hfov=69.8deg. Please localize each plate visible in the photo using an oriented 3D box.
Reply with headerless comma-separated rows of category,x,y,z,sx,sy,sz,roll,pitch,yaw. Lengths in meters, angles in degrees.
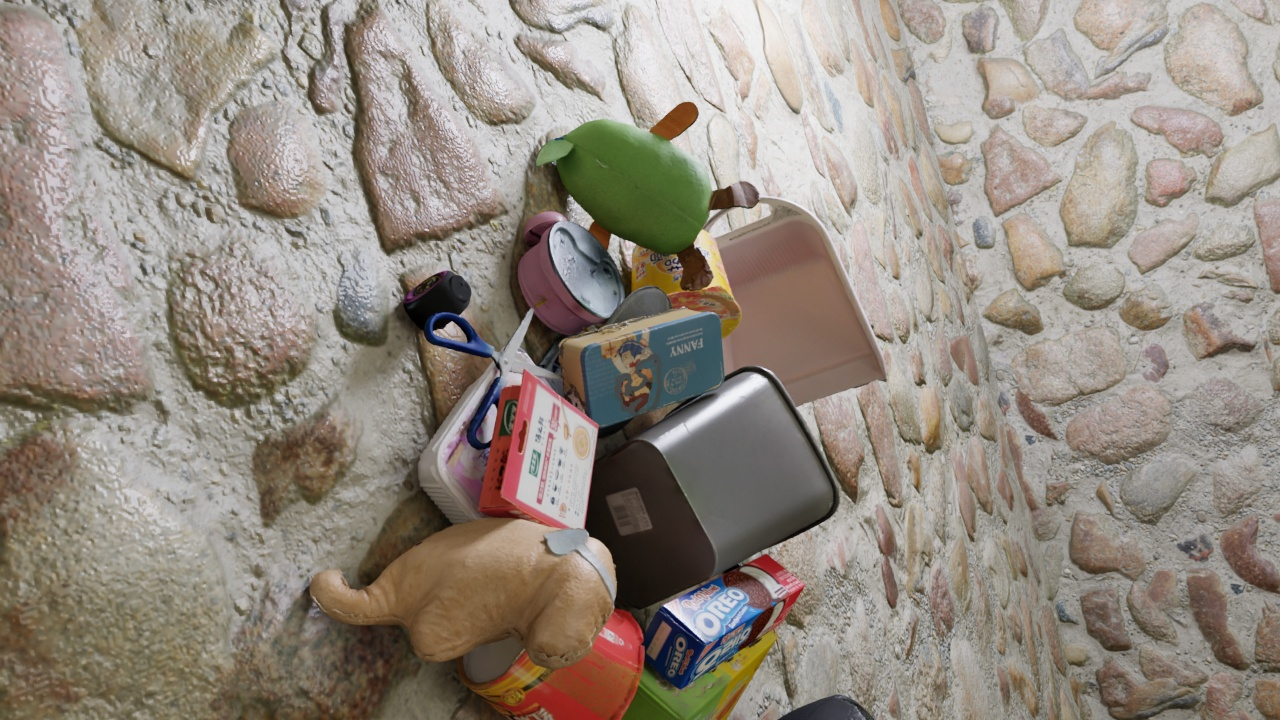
plate,-0.006,0.006,1.011,0.178,0.024,0.180,-43,147,-38

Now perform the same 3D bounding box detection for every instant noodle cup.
instant noodle cup,-0.081,0.251,0.788,0.108,0.138,0.137,43,43,-27
instant noodle cup,-0.132,0.087,0.840,0.138,0.060,0.173,57,38,-25
instant noodle cup,0.048,-0.090,1.127,0.138,0.138,0.109,30,46,-48

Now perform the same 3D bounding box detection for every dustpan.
dustpan,0.176,-0.073,1.241,0.138,0.223,0.273,36,35,-61

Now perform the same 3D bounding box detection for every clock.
clock,-0.076,-0.098,0.986,0.117,0.060,0.158,35,39,-37

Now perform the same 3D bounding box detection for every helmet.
helmet,0.212,0.519,1.025,0.233,0.231,0.273,48,38,-12

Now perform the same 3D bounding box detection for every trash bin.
trash bin,0.058,0.139,0.980,0.219,0.200,0.198,-18,77,-50

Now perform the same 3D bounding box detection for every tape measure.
tape measure,-0.181,-0.052,0.825,0.057,0.057,0.039,-42,115,-20

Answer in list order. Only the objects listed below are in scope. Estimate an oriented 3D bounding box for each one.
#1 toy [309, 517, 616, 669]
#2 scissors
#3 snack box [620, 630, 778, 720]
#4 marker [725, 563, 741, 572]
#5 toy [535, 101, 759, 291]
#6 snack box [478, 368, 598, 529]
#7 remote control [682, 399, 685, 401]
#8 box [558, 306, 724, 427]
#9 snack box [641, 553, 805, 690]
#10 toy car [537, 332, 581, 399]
toy,-0.130,0.173,0.702,0.143,0.226,0.082,-71,161,-69
scissors,-0.128,0.006,0.814,0.176,0.012,0.162,35,47,-45
snack box,0.035,0.340,0.898,0.070,0.158,0.209,35,23,23
marker,0.134,0.284,1.200,0.132,0.020,0.022,46,71,-39
toy,0.005,-0.196,1.059,0.247,0.227,0.090,33,2,4
snack box,-0.091,0.086,0.789,0.127,0.044,0.113,43,47,-51
remote control,0.049,-0.014,1.193,0.055,0.020,0.135,22,59,-52
box,0.008,0.003,0.936,0.184,0.059,0.090,-18,111,-29
snack box,0.081,0.243,0.873,0.057,0.058,0.207,37,23,27
toy car,-0.079,0.012,0.975,0.054,0.037,0.120,57,33,-24
